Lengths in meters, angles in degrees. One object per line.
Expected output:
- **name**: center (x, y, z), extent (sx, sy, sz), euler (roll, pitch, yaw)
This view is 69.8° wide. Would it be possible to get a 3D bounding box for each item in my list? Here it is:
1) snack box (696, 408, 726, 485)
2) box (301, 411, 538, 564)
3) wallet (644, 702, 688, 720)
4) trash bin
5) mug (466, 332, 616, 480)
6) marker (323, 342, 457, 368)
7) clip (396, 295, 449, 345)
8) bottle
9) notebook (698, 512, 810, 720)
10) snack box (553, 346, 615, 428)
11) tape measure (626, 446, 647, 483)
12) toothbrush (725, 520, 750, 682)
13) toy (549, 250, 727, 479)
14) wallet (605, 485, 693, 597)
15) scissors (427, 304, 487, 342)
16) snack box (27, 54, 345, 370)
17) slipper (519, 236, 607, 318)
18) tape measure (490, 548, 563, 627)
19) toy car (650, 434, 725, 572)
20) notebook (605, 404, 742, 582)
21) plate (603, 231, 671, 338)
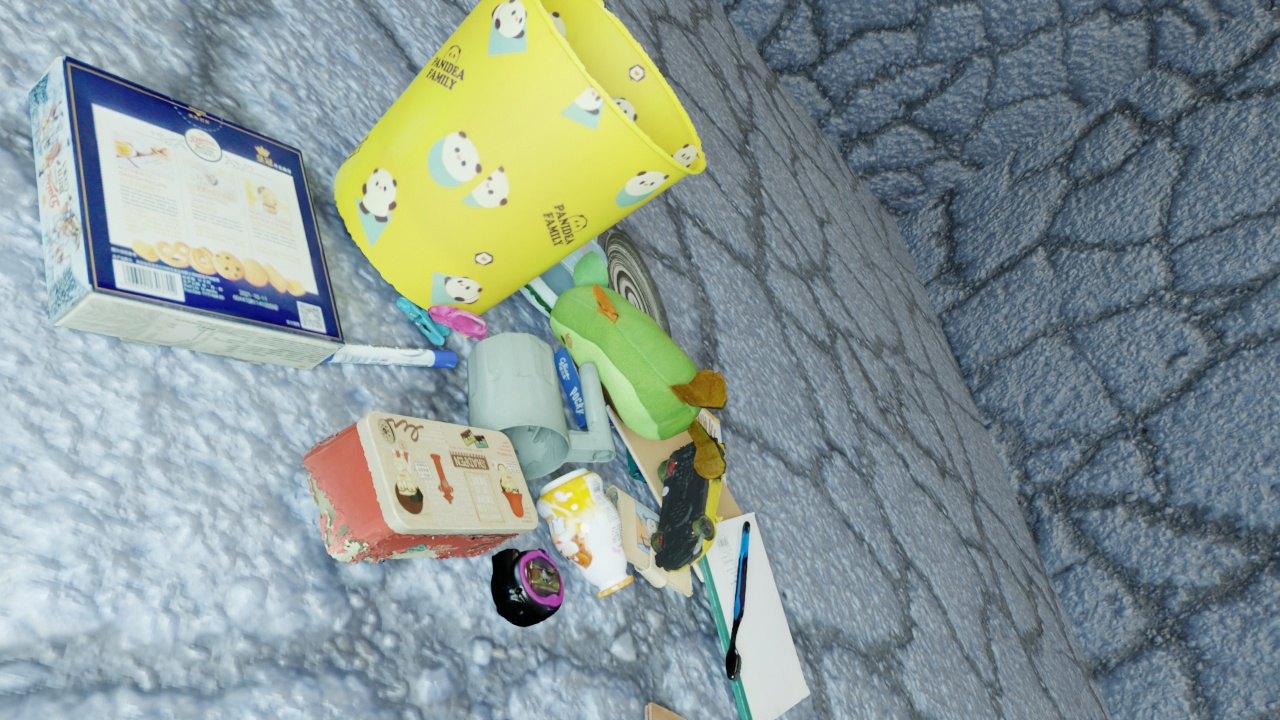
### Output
- **snack box**: center (0.066, 0.112, 1.088), extent (0.084, 0.027, 0.156), euler (40, 32, -33)
- **box**: center (-0.156, 0.099, 0.656), extent (0.168, 0.077, 0.091), euler (20, 44, -62)
- **wallet**: center (0.043, 0.358, 0.783), extent (0.115, 0.020, 0.101), euler (40, 32, -30)
- **trash bin**: center (-0.113, -0.180, 0.799), extent (0.229, 0.256, 0.229), euler (44, 24, -26)
- **mug**: center (-0.089, 0.040, 0.794), extent (0.123, 0.084, 0.103), euler (3, 49, -19)
- **marker**: center (-0.202, -0.004, 0.739), extent (0.145, 0.017, 0.017), euler (5, 58, -60)
- **clip**: center (-0.189, -0.037, 0.802), extent (0.056, 0.014, 0.043), euler (47, 26, -20)
- **bottle**: center (-0.045, 0.150, 0.799), extent (0.108, 0.063, 0.063), euler (62, 25, 8)
- **notebook**: center (0.118, 0.272, 0.978), extent (0.150, 0.012, 0.209), euler (2, 69, -59)
- **snack box**: center (-0.030, 0.032, 1.000), extent (0.157, 0.026, 0.084), euler (9, 54, -59)
- **tape measure**: center (0.005, 0.106, 0.985), extent (0.054, 0.025, 0.058), euler (35, 38, -44)
- **toothbrush**: center (0.104, 0.244, 0.947), extent (0.016, 0.014, 0.189), euler (50, 34, -30)
- **toy**: center (-0.005, 0.005, 0.877), extent (0.247, 0.089, 0.227), euler (43, -19, 35)
- **wallet**: center (0.009, 0.184, 0.911), extent (0.115, 0.024, 0.087), euler (41, 25, -37)
- **scissors**: center (-0.144, -0.018, 0.824), extent (0.133, 0.057, 0.017), euler (52, 52, -64)
- **snack box**: center (-0.301, -0.092, 0.621), extent (0.177, 0.046, 0.182), euler (16, 48, -55)
- **slipper**: center (-0.080, -0.124, 1.029), extent (0.104, 0.074, 0.244), euler (49, 25, -22)
- **tape measure**: center (-0.087, 0.177, 0.719), extent (0.058, 0.039, 0.057), euler (33, 35, -43)
- **toy car**: center (0.049, 0.141, 0.905), extent (0.041, 0.071, 0.155), euler (38, 42, -27)
- **notebook**: center (0.044, 0.120, 0.999), extent (0.207, 0.008, 0.147), euler (61, 28, 0)
- **plate**: center (-0.009, -0.072, 1.137), extent (0.179, 0.024, 0.179), euler (55, 23, -38)
